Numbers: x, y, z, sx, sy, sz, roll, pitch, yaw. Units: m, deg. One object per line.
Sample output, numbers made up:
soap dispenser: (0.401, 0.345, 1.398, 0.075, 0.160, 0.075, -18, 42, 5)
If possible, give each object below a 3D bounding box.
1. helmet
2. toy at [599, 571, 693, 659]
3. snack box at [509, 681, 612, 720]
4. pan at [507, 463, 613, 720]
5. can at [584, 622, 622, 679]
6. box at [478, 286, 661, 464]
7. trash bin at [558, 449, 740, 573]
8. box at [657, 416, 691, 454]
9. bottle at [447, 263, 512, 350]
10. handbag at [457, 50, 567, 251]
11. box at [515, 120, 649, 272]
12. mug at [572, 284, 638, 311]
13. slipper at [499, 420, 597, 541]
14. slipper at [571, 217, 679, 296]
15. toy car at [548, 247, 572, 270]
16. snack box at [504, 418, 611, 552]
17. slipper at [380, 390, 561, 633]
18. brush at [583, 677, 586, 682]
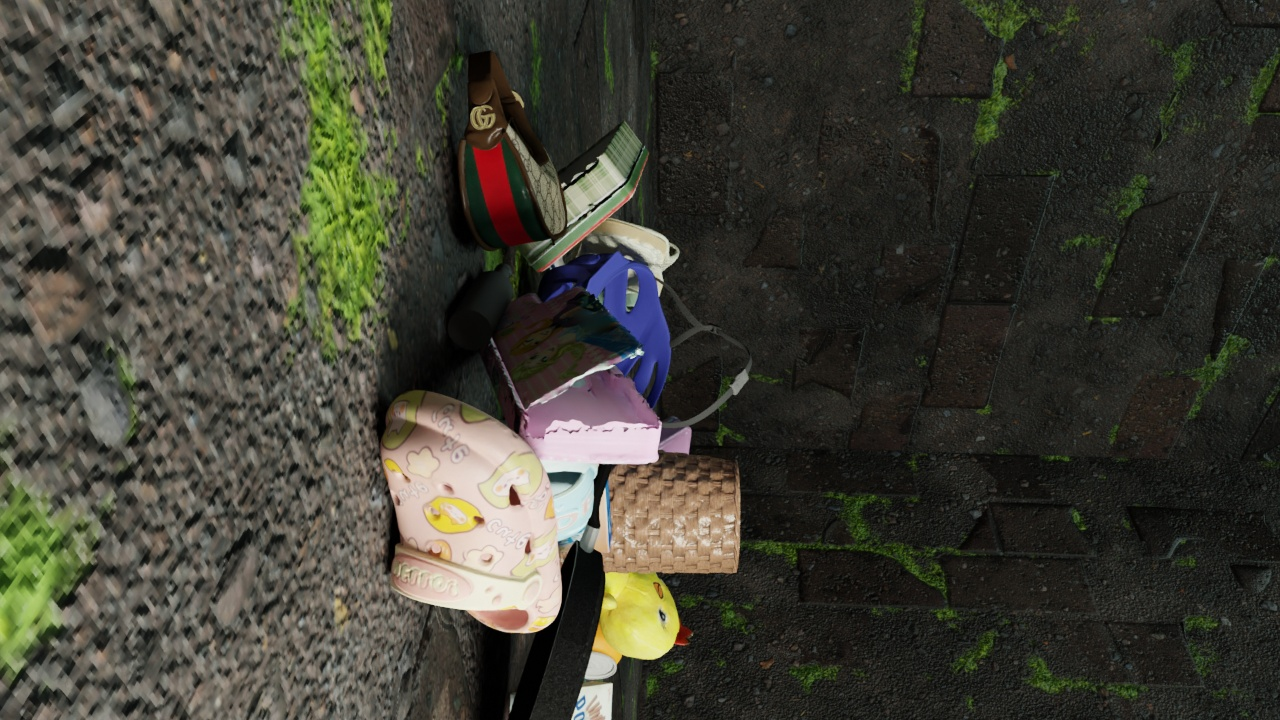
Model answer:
helmet: (-0.005, 0.005, 0.853, 0.147, 0.228, 0.242, -49, 154, -29)
toy: (-0.025, 0.282, 1.089, 0.207, 0.092, 0.133, 50, 11, -21)
snack box: (-0.076, 0.361, 0.894, 0.150, 0.026, 0.082, 24, 63, -58)
pan: (-0.054, 0.195, 0.737, 0.225, 0.034, 0.356, 180, -71, -85)
can: (-0.058, 0.328, 1.181, 0.142, 0.079, 0.079, -85, 174, -45)
box: (-0.053, -0.008, 0.602, 0.230, 0.084, 0.077, -133, -129, -68)
trash bin: (-0.003, 0.156, 0.983, 0.151, 0.210, 0.151, 4, 87, -87)
box: (-0.018, 0.141, 1.153, 0.213, 0.036, 0.076, -27, 134, -39)
bottle: (-0.109, -0.045, 0.659, 0.112, 0.030, 0.030, -81, 171, -63)
handbag: (-0.095, -0.153, 0.668, 0.166, 0.063, 0.138, -72, 153, -79)
box: (-0.052, -0.156, 0.841, 0.050, 0.118, 0.205, 52, 15, -16)
mug: (-0.045, -0.049, 1.029, 0.104, 0.111, 0.084, 36, 38, -73)
slipper: (-0.080, 0.096, 0.654, 0.246, 0.104, 0.074, 94, -5, -73)
slipper: (-0.018, -0.109, 0.953, 0.273, 0.114, 0.054, 112, -13, -85)
toy car: (-0.086, -0.132, 0.992, 0.039, 0.027, 0.089, 88, 5, -64)
snack box: (-0.073, 0.112, 0.829, 0.034, 0.087, 0.151, -85, 174, -52)
slipper: (-0.097, 0.106, 0.512, 0.197, 0.093, 0.081, 80, 31, -41)
brush: (-0.085, 0.390, 0.990, 0.075, 0.055, 0.135, 105, -11, -65)
